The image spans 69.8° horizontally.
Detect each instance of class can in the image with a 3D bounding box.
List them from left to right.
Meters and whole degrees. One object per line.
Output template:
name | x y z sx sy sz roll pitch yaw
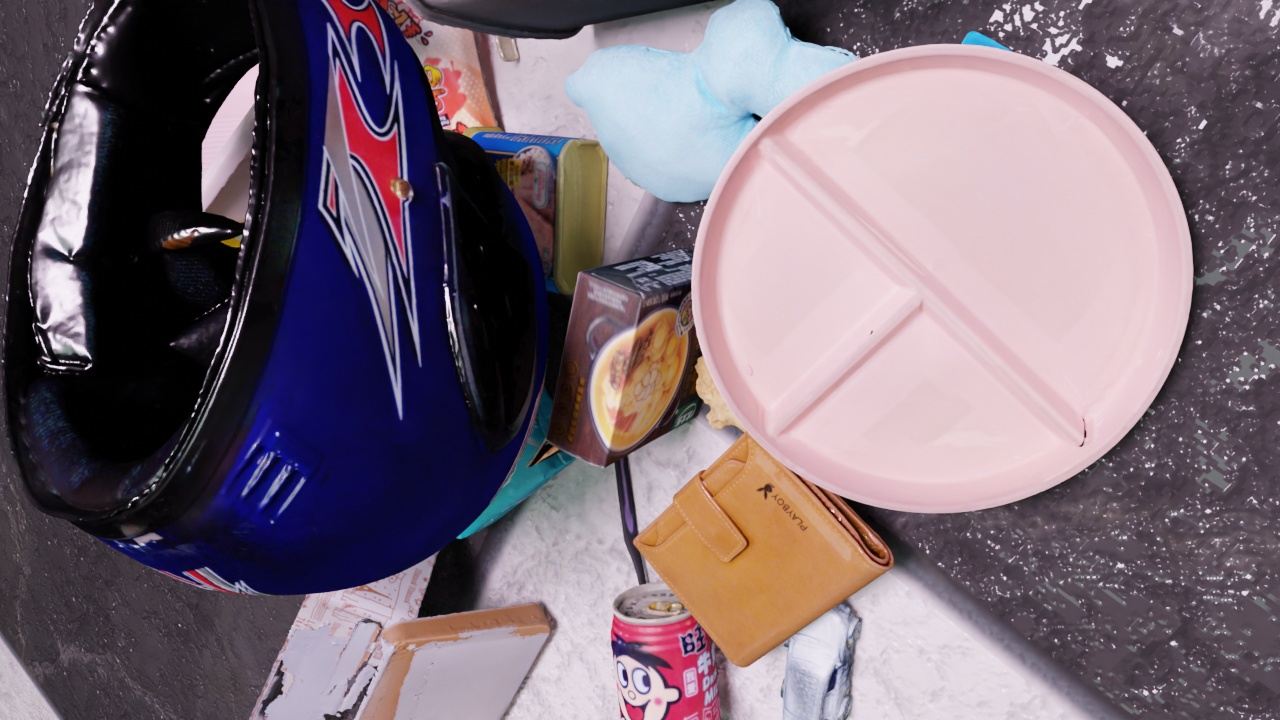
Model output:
can | -0.071 -0.097 0.593 0.083 0.057 0.102 12 108 29
can | 0.016 0.199 0.599 0.067 0.066 0.094 0 101 34

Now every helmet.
helmet | -0.168 -0.037 0.494 0.248 0.240 0.315 -4 78 29

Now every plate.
plate | 0.139 -0.034 0.452 0.230 0.028 0.230 5 108 16

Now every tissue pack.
tissue pack | -0.108 0.061 0.659 0.134 0.050 0.093 -39 78 34

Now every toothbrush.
toothbrush | -0.010 0.101 0.627 0.017 0.014 0.189 0 102 47

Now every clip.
clip | -0.085 -0.246 0.581 0.071 0.034 0.100 -15 98 34

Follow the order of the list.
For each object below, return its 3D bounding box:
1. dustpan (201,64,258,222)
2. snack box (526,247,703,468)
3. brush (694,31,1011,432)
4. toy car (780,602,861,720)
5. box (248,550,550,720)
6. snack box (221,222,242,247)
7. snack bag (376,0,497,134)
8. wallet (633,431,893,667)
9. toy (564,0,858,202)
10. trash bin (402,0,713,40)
dustpan | -0.294 -0.203 0.619 0.222 0.138 0.274 62 146 34
snack box | -0.003 0.003 0.537 0.053 0.113 0.126 24 114 26
brush | 0.112 -0.054 0.495 0.083 0.045 0.255 40 116 19
toy car | 0.106 0.186 0.557 0.043 0.034 0.091 14 107 34
box | -0.174 0.223 0.710 0.187 0.154 0.183 24 120 -14
snack box | -0.256 -0.026 0.717 0.210 0.069 0.158 36 121 26
snack bag | -0.162 -0.227 0.627 0.129 0.073 0.208 4 111 33
wallet | 0.065 0.110 0.534 0.108 0.031 0.132 48 128 9
toy | 0.036 -0.135 0.506 0.161 0.049 0.157 32 141 -1
trash bin | 0.017 -0.262 0.424 0.220 0.198 0.199 5 106 25
